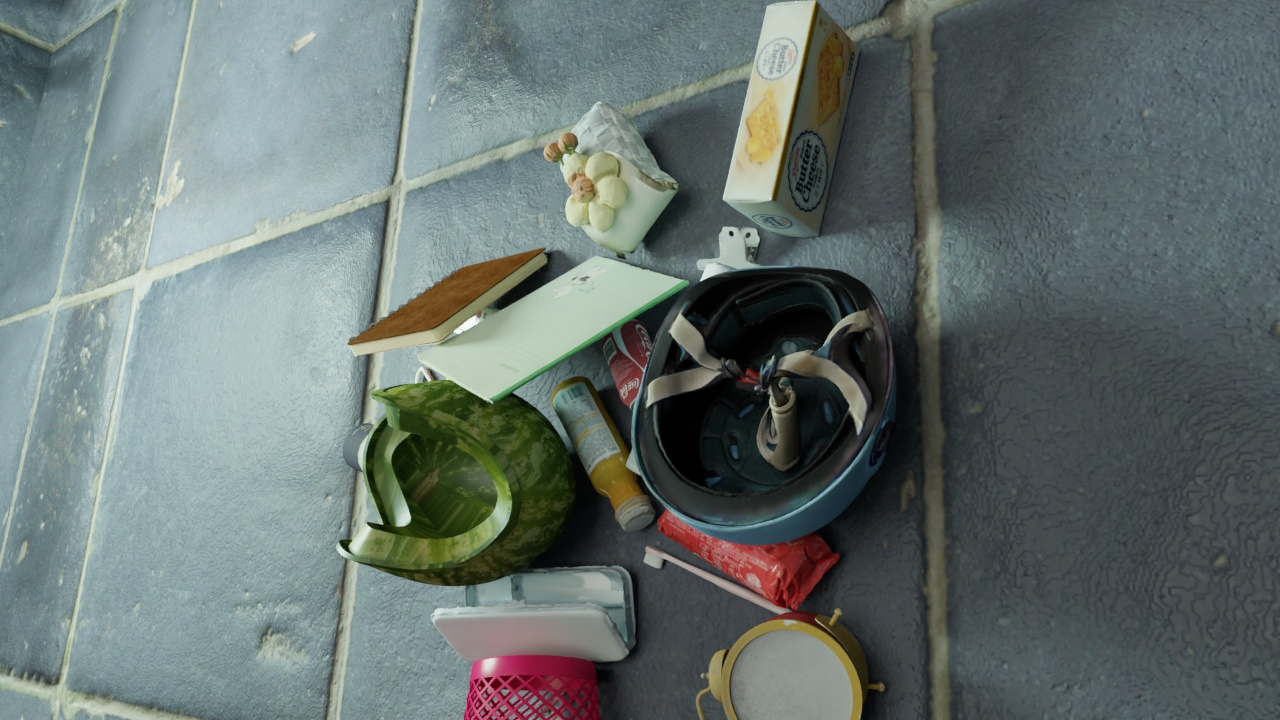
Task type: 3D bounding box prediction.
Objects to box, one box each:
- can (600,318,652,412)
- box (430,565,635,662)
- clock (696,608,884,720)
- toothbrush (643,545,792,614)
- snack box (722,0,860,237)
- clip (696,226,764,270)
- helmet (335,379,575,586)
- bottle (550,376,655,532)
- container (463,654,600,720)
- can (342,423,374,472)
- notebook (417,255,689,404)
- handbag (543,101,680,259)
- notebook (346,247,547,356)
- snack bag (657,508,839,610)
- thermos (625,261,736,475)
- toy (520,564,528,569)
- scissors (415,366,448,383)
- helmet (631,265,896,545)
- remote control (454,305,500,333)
[{"bbox_3d":[-0.006,0.006,1.000,0.054,0.054,0.096,-36,58,24],"label":"can"},{"bbox_3d":[-0.115,0.276,0.950,0.217,0.109,0.107,-11,85,26],"label":"box"},{"bbox_3d":[0.123,0.286,0.798,0.159,0.081,0.117,-33,76,15],"label":"clock"},{"bbox_3d":[0.073,0.219,0.902,0.181,0.015,0.018,14,93,40],"label":"toothbrush"},{"bbox_3d":[0.153,-0.238,0.917,0.058,0.104,0.207,8,82,39],"label":"snack box"},{"bbox_3d":[0.102,-0.116,0.971,0.102,0.038,0.054,13,98,38],"label":"clip"},{"bbox_3d":[-0.191,0.128,0.987,0.243,0.247,0.213,11,90,-4],"label":"helmet"},{"bbox_3d":[-0.040,0.101,0.999,0.053,0.053,0.186,-44,55,19],"label":"bottle"},{"bbox_3d":[-0.108,0.413,0.895,0.184,0.183,0.225,-18,59,32],"label":"container"},{"bbox_3d":[-0.334,0.126,1.210,0.127,0.064,0.064,13,85,39],"label":"can"},{"bbox_3d":[-0.095,-0.041,0.983,0.252,0.010,0.182,-32,31,-25],"label":"notebook"},{"bbox_3d":[-0.044,-0.217,1.051,0.113,0.123,0.171,-52,50,32],"label":"handbag"},{"bbox_3d":[-0.233,-0.072,1.120,0.168,0.224,0.024,-8,115,36],"label":"notebook"},{"bbox_3d":[0.093,0.165,0.860,0.176,0.082,0.082,24,92,38],"label":"snack bag"},{"bbox_3d":[0.057,0.016,0.941,0.068,0.067,0.230,22,90,39],"label":"thermos"},{"bbox_3d":[-0.163,0.257,1.057,0.076,0.037,0.125,32,98,41],"label":"toy"},{"bbox_3d":[-0.265,0.040,1.216,0.129,0.011,0.125,13,83,41],"label":"scissors"},{"bbox_3d":[0.117,0.052,0.804,0.226,0.167,0.264,6,55,30],"label":"helmet"},{"bbox_3d":[-0.183,-0.038,1.165,0.143,0.024,0.049,25,102,38],"label":"remote control"}]
